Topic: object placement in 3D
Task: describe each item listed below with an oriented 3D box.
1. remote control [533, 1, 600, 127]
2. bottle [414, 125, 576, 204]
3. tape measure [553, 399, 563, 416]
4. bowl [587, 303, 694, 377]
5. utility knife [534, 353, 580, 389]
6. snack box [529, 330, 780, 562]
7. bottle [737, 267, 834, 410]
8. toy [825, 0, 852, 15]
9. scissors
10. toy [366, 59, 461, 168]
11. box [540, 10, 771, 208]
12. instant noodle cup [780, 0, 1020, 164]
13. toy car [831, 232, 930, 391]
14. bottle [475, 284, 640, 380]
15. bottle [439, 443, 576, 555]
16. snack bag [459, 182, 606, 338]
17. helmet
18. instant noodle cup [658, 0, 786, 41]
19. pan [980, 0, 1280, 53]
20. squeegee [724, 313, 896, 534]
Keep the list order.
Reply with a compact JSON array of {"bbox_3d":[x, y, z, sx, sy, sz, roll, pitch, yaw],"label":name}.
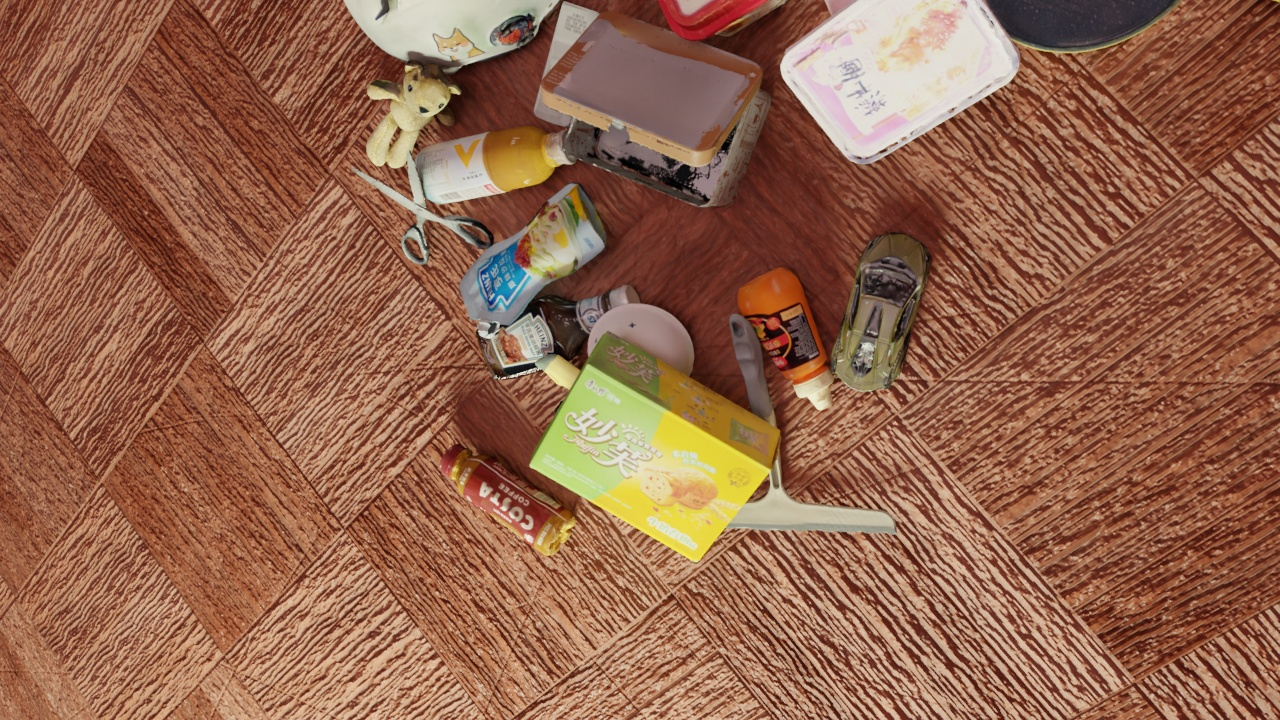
[{"bbox_3d":[-0.079,-0.318,0.993,0.049,0.024,0.125,24,107,18],"label":"remote control"},{"bbox_3d":[-0.161,-0.220,1.020,0.190,0.067,0.068,-6,96,24],"label":"bottle"},{"bbox_3d":[-0.068,0.071,1.035,0.039,0.057,0.057,-54,45,25],"label":"tape measure"},{"bbox_3d":[-0.006,0.006,0.974,0.118,0.064,0.118,5,118,10],"label":"bowl"},{"bbox_3d":[-0.027,0.061,1.021,0.216,0.022,0.031,40,112,5],"label":"utility knife"},{"bbox_3d":[0.013,0.091,0.934,0.210,0.069,0.158,30,125,-2],"label":"snack box"},{"bbox_3d":[0.154,-0.018,0.926,0.067,0.066,0.149,-25,95,25],"label":"bottle"},{"bbox_3d":[0.206,-0.367,0.847,0.159,0.054,0.121,34,119,21],"label":"toy"},{"bbox_3d":[-0.245,-0.169,1.045,0.159,0.014,0.180,10,144,-1],"label":"scissors"},{"bbox_3d":[-0.263,-0.274,1.040,0.158,0.105,0.066,-37,43,45],"label":"toy"},{"bbox_3d":[0.014,-0.242,0.883,0.182,0.174,0.152,25,109,18],"label":"box"},{"bbox_3d":[0.230,-0.273,0.817,0.174,0.060,0.138,-27,117,40],"label":"instant noodle cup"},{"bbox_3d":[0.233,-0.047,0.896,0.070,0.042,0.158,17,102,20],"label":"toy car"},{"bbox_3d":[-0.092,-0.037,1.035,0.195,0.044,0.080,-19,96,24],"label":"bottle"},{"bbox_3d":[-0.161,0.161,1.091,0.175,0.057,0.057,32,110,16],"label":"bottle"},{"bbox_3d":[-0.126,-0.109,1.023,0.191,0.038,0.110,-35,63,20],"label":"snack bag"},{"bbox_3d":[-0.212,-0.433,0.958,0.275,0.156,0.230,-19,91,25],"label":"helmet"},{"bbox_3d":[0.078,-0.365,0.862,0.117,0.124,0.116,-25,89,24],"label":"instant noodle cup"},{"bbox_3d":[0.437,-0.325,0.739,0.357,0.078,0.198,27,109,17],"label":"pan"},{"bbox_3d":[0.126,0.062,0.949,0.247,0.039,0.247,-4,112,29],"label":"squeegee"}]
